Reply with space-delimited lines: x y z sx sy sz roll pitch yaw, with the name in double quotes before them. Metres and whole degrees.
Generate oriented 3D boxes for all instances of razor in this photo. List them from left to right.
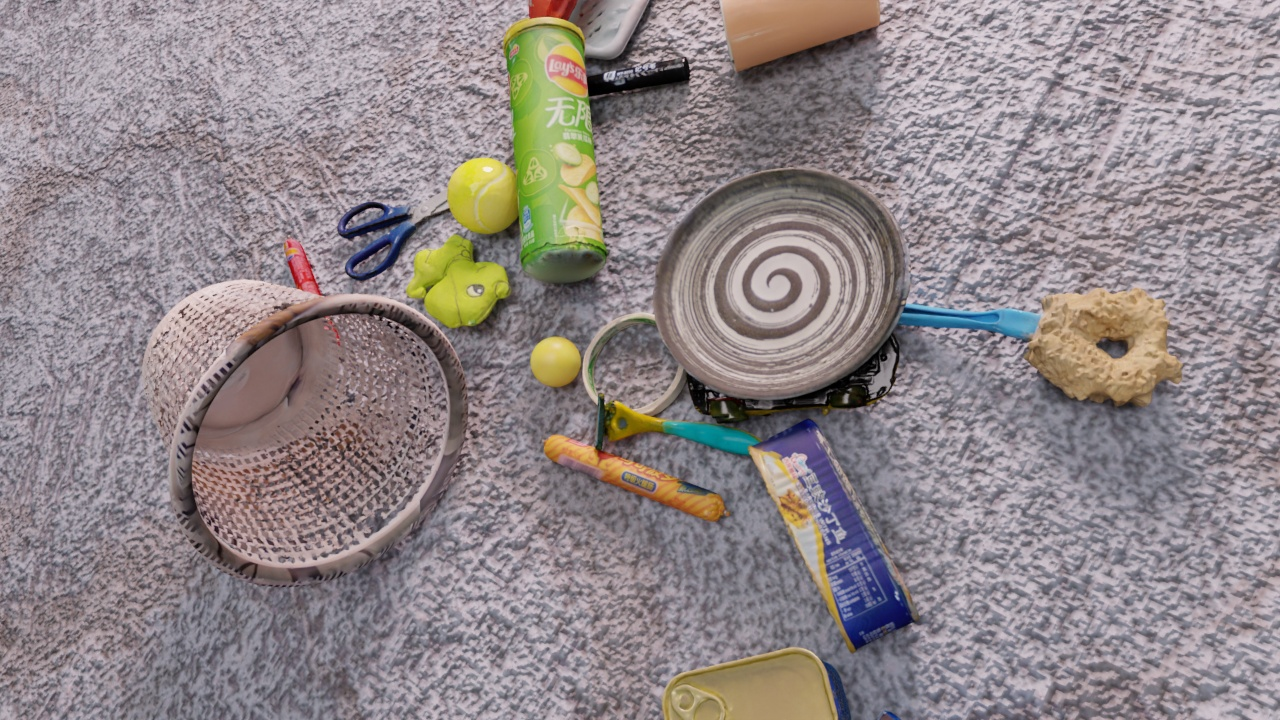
"razor" 0.029 0.054 0.677 0.133 0.028 0.043 8 100 16

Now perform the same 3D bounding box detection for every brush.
"brush" 0.230 -0.024 0.631 0.255 0.046 0.083 11 79 29

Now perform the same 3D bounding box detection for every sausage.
"sausage" -0.310 -0.062 0.862 0.020 0.020 0.155 -34 62 6
"sausage" -0.007 0.086 0.685 0.165 0.021 0.021 17 77 26

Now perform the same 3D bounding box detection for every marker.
"marker" -0.020 -0.248 0.820 0.132 0.022 0.020 -5 79 18

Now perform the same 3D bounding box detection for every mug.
"mug" 0.129 -0.289 0.751 0.123 0.078 0.078 -9 67 12

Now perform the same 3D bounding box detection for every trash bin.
"trash bin" -0.282 0.032 0.720 0.192 0.227 0.227 25 80 40

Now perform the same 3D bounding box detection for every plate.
"plate" 0.097 -0.053 0.642 0.180 0.024 0.179 -8 66 18

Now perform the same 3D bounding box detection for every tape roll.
"tape roll" -0.004 0.004 0.720 0.086 0.014 0.085 -7 68 19

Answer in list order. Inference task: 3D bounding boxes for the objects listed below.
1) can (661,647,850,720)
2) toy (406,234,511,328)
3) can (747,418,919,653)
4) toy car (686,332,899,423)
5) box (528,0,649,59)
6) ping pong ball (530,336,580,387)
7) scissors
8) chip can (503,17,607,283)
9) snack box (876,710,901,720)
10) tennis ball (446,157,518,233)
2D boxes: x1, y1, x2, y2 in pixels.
"can" 0.075 0.217 0.568 0.102 0.083 0.057 -18 64 14
"toy" -0.160 -0.065 0.799 0.097 0.031 0.100 -23 59 11
"can" 0.123 0.110 0.597 0.049 0.074 0.148 -27 63 5
"toy car" 0.107 0.006 0.657 0.156 0.041 0.071 -7 81 19
"box" -0.019 -0.374 0.847 0.098 0.095 0.201 25 78 -3
"ping pong ball" -0.068 0.001 0.731 0.040 0.040 0.040 -8 68 18
"scissors" -0.208 -0.127 0.852 0.171 0.012 0.141 5 70 22
"chip can" -0.072 -0.174 0.769 0.073 0.072 0.221 -12 74 17
"snack box" 0.187 0.287 0.529 0.157 0.026 0.084 32 84 28
"tennis ball" -0.135 -0.143 0.799 0.065 0.065 0.065 -8 68 18
